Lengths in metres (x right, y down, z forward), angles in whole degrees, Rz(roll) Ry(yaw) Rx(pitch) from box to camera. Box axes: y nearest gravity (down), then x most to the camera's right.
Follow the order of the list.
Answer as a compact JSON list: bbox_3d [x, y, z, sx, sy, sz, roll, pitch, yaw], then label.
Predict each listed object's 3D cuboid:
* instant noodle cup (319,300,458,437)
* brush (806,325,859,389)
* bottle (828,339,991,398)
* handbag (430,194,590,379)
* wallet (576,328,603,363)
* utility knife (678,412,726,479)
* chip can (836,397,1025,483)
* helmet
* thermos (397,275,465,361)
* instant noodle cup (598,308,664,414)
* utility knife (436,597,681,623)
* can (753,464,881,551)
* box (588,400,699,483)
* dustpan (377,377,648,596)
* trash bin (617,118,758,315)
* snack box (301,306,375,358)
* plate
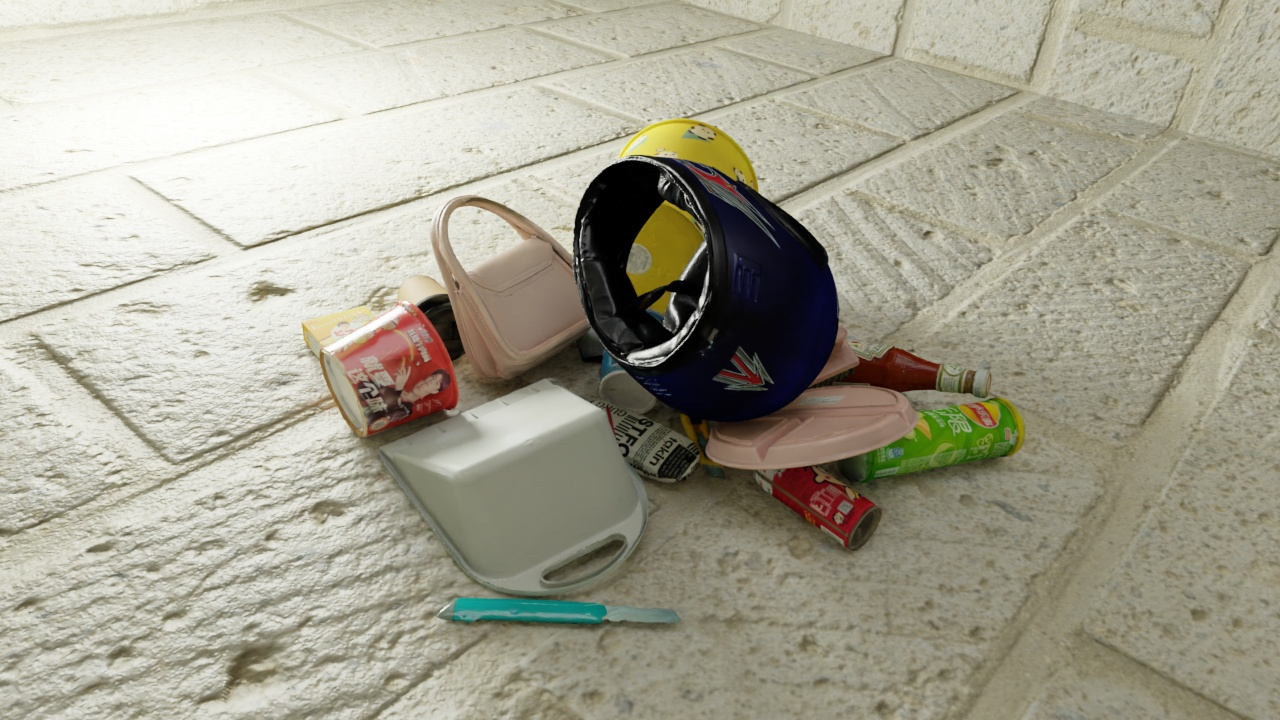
[{"bbox_3d":[-0.284,0.016,1.024,0.108,0.138,0.138,-28,45,-30],"label":"instant noodle cup"},{"bbox_3d":[0.189,0.009,1.122,0.145,0.073,0.063,-24,54,-4],"label":"brush"},{"bbox_3d":[0.328,0.014,1.145,0.206,0.060,0.059,10,30,31],"label":"bottle"},{"bbox_3d":[-0.169,-0.107,1.150,0.192,0.094,0.234,-37,95,-45],"label":"handbag"},{"bbox_3d":[-0.028,-0.028,1.234,0.120,0.019,0.097,-4,31,-12],"label":"wallet"},{"bbox_3d":[0.070,0.083,1.075,0.033,0.015,0.171,-5,34,-11],"label":"utility knife"},{"bbox_3d":[0.329,0.091,1.052,0.221,0.073,0.072,-7,35,-20],"label":"chip can"},{"bbox_3d":[0.083,-0.077,1.021,0.240,0.248,0.315,16,33,-40],"label":"helmet"},{"bbox_3d":[-0.269,-0.059,1.183,0.093,0.093,0.143,-10,28,-24],"label":"thermos"},{"bbox_3d":[-0.007,0.007,1.119,0.099,0.099,0.109,8,41,4],"label":"instant noodle cup"},{"bbox_3d":[-0.072,0.228,0.827,0.218,0.013,0.029,2,31,-1],"label":"utility knife"},{"bbox_3d":[0.184,0.141,0.966,0.053,0.053,0.133,-23,42,-37],"label":"can"},{"bbox_3d":[-0.010,0.088,1.026,0.164,0.051,0.068,21,58,23],"label":"box"},{"bbox_3d":[-0.118,0.131,0.947,0.222,0.143,0.258,-23,14,-25],"label":"dustpan"},{"bbox_3d":[0.037,-0.194,1.310,0.230,0.230,0.254,12,35,10],"label":"trash bin"},{"bbox_3d":[-0.356,-0.017,1.149,0.086,0.034,0.140,-19,38,-34],"label":"snack box"},{"bbox_3d":[0.181,0.067,0.995,0.229,0.028,0.229,-12,9,2],"label":"plate"}]
